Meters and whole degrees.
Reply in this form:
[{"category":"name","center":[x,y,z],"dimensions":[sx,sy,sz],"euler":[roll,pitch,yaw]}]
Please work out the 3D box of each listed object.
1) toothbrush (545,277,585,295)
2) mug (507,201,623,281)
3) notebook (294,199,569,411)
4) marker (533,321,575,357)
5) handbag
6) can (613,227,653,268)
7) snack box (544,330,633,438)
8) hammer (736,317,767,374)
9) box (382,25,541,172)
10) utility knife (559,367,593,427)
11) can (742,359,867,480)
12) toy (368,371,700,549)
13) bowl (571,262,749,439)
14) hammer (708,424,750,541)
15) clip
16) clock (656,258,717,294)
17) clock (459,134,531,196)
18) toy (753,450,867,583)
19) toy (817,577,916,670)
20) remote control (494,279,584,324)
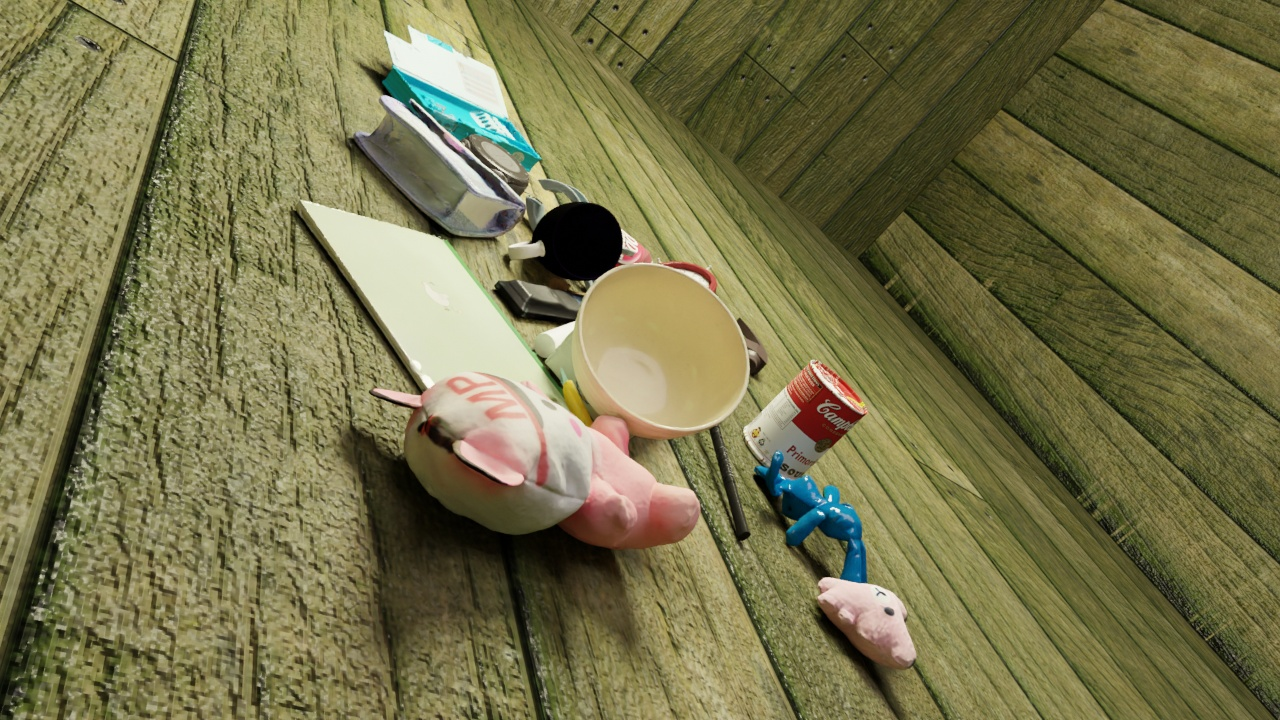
[{"category":"toothbrush","center":[-0.052,-0.070,1.046],"dimensions":[0.166,0.016,0.016],"euler":[14,34,-56]},{"category":"mug","center":[-0.092,-0.128,1.003],"dimensions":[0.118,0.085,0.100],"euler":[-14,13,-24]},{"category":"notebook","center":[-0.156,-0.031,0.760],"dimensions":[0.252,0.010,0.181],"euler":[50,20,22]},{"category":"marker","center":[-0.067,-0.024,0.898],"dimensions":[0.023,0.027,0.133],"euler":[44,21,7]},{"category":"handbag","center":[-0.203,-0.203,0.961],"dimensions":[0.158,0.069,0.126],"euler":[43,17,12]},{"category":"can","center":[-0.044,-0.140,1.142],"dimensions":[0.114,0.063,0.063],"euler":[40,19,-6]},{"category":"snack box","center":[-0.005,0.005,0.895],"dimensions":[0.104,0.058,0.207],"euler":[48,19,5]},{"category":"hammer","center":[0.049,-0.096,1.283],"dimensions":[0.323,0.033,0.115],"euler":[39,20,-6]},{"category":"box","center":[-0.246,-0.347,1.215],"dimensions":[0.226,0.056,0.185],"euler":[10,47,-58]},{"category":"utility knife","center":[-0.036,0.068,0.736],"dimensions":[0.017,0.031,0.162],"euler":[-14,53,-26]},{"category":"can","center":[0.187,0.070,1.050],"dimensions":[0.086,0.117,0.086],"euler":[37,19,-15]},{"category":"toy","center":[-0.065,0.069,0.601],"dimensions":[0.213,0.084,0.142],"euler":[26,13,-48]},{"category":"bowl","center":[0.006,0.003,0.754],"dimensions":[0.150,0.076,0.150],"euler":[12,59,-21]},{"category":"hammer","center":[0.078,0.054,0.951],"dimensions":[0.015,0.095,0.324],"euler":[32,27,-29]},{"category":"clip","center":[-0.087,-0.140,1.090],"dimensions":[0.163,0.108,0.028],"euler":[46,20,25]},{"category":"clock","center":[0.048,-0.077,1.143],"dimensions":[0.096,0.048,0.137],"euler":[8,35,3]},{"category":"clock","center":[-0.180,-0.224,1.087],"dimensions":[0.091,0.044,0.122],"euler":[44,19,8]},{"category":"toy","center":[0.173,0.154,0.919],"dimensions":[0.176,0.071,0.112],"euler":[52,10,29]},{"category":"toy","center":[0.203,0.230,0.832],"dimensions":[0.096,0.053,0.099],"euler":[30,20,-1]},{"category":"remote control","center":[-0.087,-0.059,0.939],"dimensions":[0.047,0.022,0.150],"euler":[49,20,22]}]
